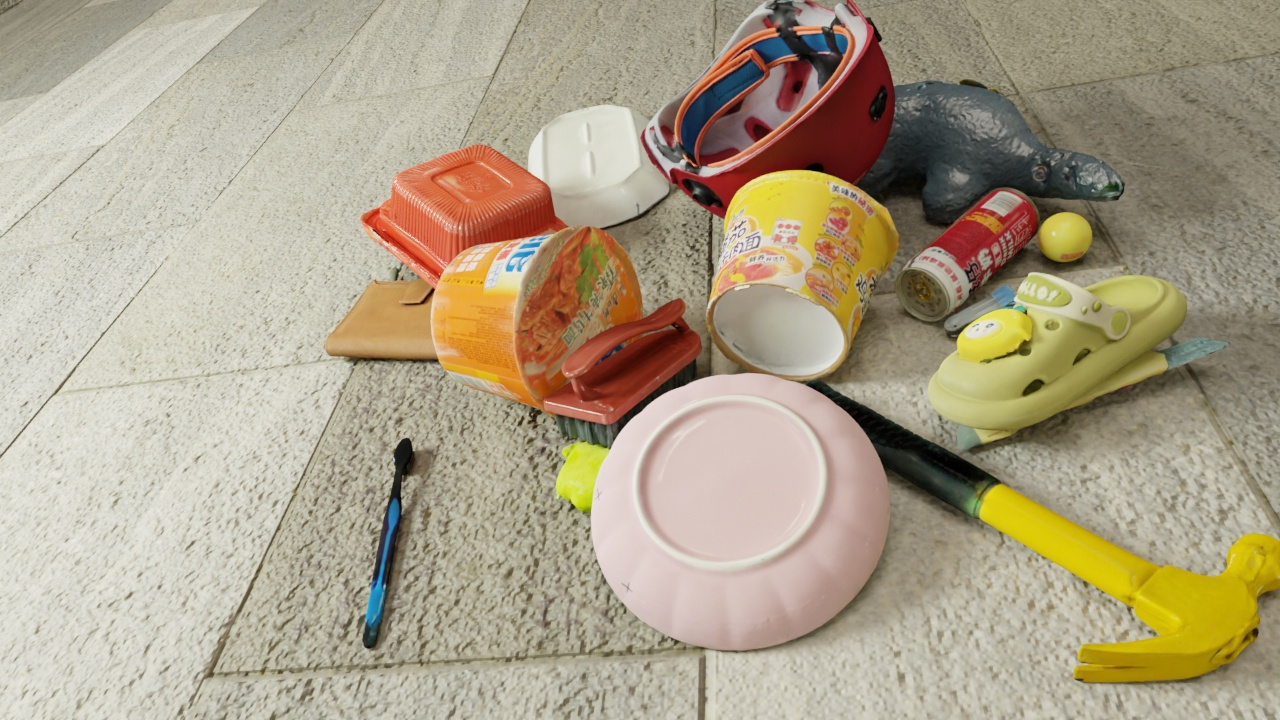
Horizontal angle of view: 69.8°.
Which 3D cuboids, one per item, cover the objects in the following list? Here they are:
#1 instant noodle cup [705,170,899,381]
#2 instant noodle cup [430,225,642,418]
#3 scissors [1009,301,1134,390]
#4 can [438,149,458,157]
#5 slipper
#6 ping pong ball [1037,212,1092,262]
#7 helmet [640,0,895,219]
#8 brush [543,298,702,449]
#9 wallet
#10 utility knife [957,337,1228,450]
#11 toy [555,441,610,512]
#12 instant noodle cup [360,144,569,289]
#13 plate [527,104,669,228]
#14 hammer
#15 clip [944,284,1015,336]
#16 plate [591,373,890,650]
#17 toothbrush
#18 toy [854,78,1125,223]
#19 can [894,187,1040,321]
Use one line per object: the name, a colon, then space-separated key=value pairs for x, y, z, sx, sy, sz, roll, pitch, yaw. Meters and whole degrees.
instant noodle cup: x=0.116 y=-0.059 z=0.703 sx=0.138 sy=0.138 sz=0.109 roll=5 pitch=51 yaw=24
instant noodle cup: x=-0.086 y=-0.032 z=0.727 sx=0.112 sy=0.151 sz=0.151 roll=6 pitch=42 yaw=36
scissors: x=0.317 y=-0.016 z=0.674 sx=0.133 sy=0.017 sz=0.130 roll=-9 pitch=41 yaw=15
can: x=-0.219 y=-0.186 z=1.018 sx=0.067 sy=0.067 sz=0.093 roll=12 pitch=45 yaw=30
slipper: x=0.276 y=-0.024 z=0.621 sx=0.190 sy=0.081 sz=0.091 roll=-26 pitch=19 yaw=-10
ping pong ball: x=0.345 y=-0.100 z=0.747 sx=0.040 sy=0.040 sz=0.040 roll=-9 pitch=38 yaw=7
helmet: x=0.132 y=-0.196 z=0.796 sx=0.207 sy=0.144 sz=0.240 roll=-46 pitch=31 yaw=3
brush: x=-0.004 y=0.004 z=0.689 sx=0.063 sy=0.069 sz=0.145 roll=10 pitch=30 yaw=37
wallet: x=-0.215 y=-0.043 z=0.872 sx=0.131 sy=0.035 sz=0.118 roll=1 pitch=44 yaw=15
utility knife: x=0.302 y=0.018 z=0.621 sx=0.190 sy=0.020 sz=0.031 roll=-25 pitch=37 yaw=6
toy: x=-0.011 y=0.080 z=0.650 sx=0.100 sy=0.031 sz=0.096 roll=-21 pitch=37 yaw=-12
instant noodle cup: x=-0.162 y=-0.141 z=0.896 sx=0.189 sy=0.079 sz=0.164 roll=37 pitch=50 yaw=27
plate: x=-0.055 y=-0.229 z=1.043 sx=0.162 sy=0.034 sz=0.265 roll=-12 pitch=38 yaw=4
hammer: x=0.214 y=0.086 z=0.567 sx=0.128 sy=0.033 sz=0.301 roll=-33 pitch=42 yaw=-24
clip: x=0.261 y=-0.033 z=0.704 sx=0.058 sy=0.043 sz=0.026 roll=-23 pitch=33 yaw=15
plate: x=0.058 y=0.082 z=0.579 sx=0.192 sy=0.039 sz=0.192 roll=-8 pitch=54 yaw=11
toothbrush: x=-0.181 y=0.127 z=0.666 sx=0.014 sy=0.016 sz=0.189 roll=-4 pitch=41 yaw=-1
toy: x=0.270 y=-0.200 z=0.858 sx=0.357 sy=0.091 sz=0.137 roll=16 pitch=59 yaw=37
can: x=0.266 y=-0.087 z=0.746 sx=0.132 sy=0.053 sz=0.053 roll=-38 pitch=44 yaw=-26
